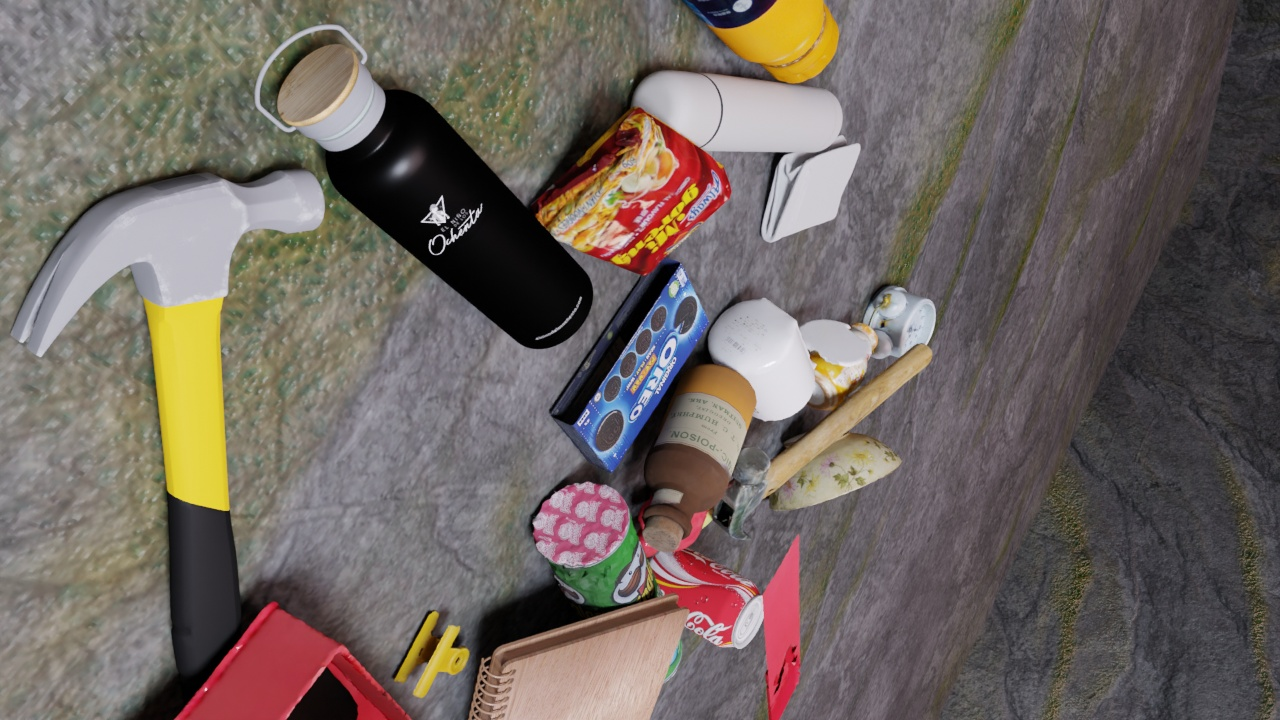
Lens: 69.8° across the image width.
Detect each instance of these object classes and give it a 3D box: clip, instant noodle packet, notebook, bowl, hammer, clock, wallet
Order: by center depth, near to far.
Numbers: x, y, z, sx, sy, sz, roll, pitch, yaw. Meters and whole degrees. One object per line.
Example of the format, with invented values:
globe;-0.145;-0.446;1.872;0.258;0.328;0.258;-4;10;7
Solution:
hammer;-0.212;0.073;0.442;0.126;0.029;0.324;-20;126;-48
instant noodle packet;-0.003;-0.104;0.592;0.099;0.039;0.135;-44;153;19
clip;-0.135;0.202;0.625;0.049;0.044;0.054;32;80;-31
notebook;-0.060;0.279;0.709;0.168;0.022;0.211;-7;127;-34
wallet;0.149;-0.155;0.819;0.116;0.032;0.086;-25;139;-49
hammer;0.185;0.065;0.887;0.329;0.033;0.132;-31;148;-35
bowl;0.196;0.105;0.975;0.144;0.146;0.063;-20;87;-49
clock;0.291;-0.042;1.061;0.117;0.057;0.083;-3;112;-46

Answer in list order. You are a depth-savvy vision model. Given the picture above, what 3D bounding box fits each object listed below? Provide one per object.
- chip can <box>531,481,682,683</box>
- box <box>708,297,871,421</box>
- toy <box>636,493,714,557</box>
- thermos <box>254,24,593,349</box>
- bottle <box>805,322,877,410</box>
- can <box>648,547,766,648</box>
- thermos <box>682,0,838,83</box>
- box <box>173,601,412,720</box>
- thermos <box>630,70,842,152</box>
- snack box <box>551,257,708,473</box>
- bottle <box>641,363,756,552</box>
chip can;-0.020;0.189;0.738;0.075;0.075;0.223;-49;143;-26
box;0.137;-0.014;0.821;0.143;0.083;0.137;-46;144;-9
toy;0.035;0.127;0.804;0.134;0.045;0.092;-19;122;-56
thermos;-0.102;-0.081;0.473;0.061;0.061;0.231;-60;146;-11
bottle;0.208;0.003;0.960;0.108;0.063;0.063;-40;138;-33
can;0.056;0.212;0.829;0.064;0.105;0.064;-31;132;-42
thermos;0.063;-0.261;0.589;0.232;0.076;0.091;17;92;-56
box;-0.207;0.383;0.398;0.216;0.141;0.509;80;20;-49
thermos;0.076;-0.181;0.676;0.223;0.052;0.052;-15;121;-50
snack box;-0.004;0.004;0.694;0.150;0.027;0.082;-57;146;-16
bottle;0.040;0.079;0.727;0.068;0.068;0.156;74;31;-43
